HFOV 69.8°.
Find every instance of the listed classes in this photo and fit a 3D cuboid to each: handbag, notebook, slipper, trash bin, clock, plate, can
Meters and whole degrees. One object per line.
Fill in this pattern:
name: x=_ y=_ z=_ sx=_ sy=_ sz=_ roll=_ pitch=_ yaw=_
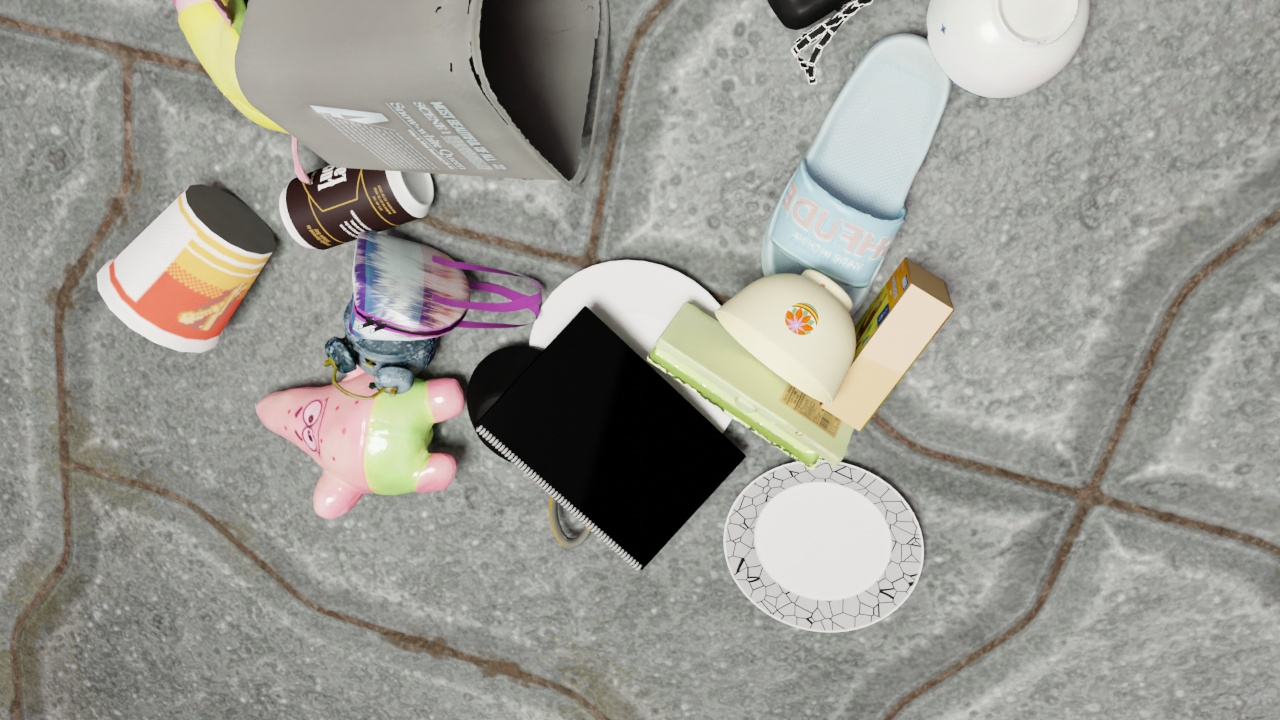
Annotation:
handbag: x=-0.175 y=-0.061 z=0.837 sx=0.169 sy=0.144 sz=0.068 roll=5 pitch=126 yaw=-16
notebook: x=-0.026 y=0.075 z=0.843 sx=0.206 sy=0.016 sz=0.149 roll=43 pitch=89 yaw=-11
handbag: x=0.153 y=-0.279 z=0.660 sx=0.125 sy=0.153 sz=0.115 roll=-26 pitch=98 yaw=16
slipper: x=0.173 y=-0.142 z=0.746 sx=0.104 sy=0.074 sz=0.246 roll=24 pitch=112 yaw=5
trash bin: x=-0.166 y=-0.247 z=0.714 sx=0.220 sy=0.197 sz=0.197 roll=1 pitch=75 yaw=20
clock: x=-0.242 y=-0.017 z=0.868 sx=0.090 sy=0.129 sz=0.052 roll=24 pitch=143 yaw=5
plate: x=-0.005 y=0.005 z=0.874 sx=0.209 sy=0.015 sz=0.209 roll=4 pitch=111 yaw=12
plate: x=0.176 y=0.180 z=0.893 sx=0.189 sy=0.016 sz=0.189 roll=4 pitch=111 yaw=12
can: x=-0.261 y=-0.151 z=0.849 sx=0.129 sy=0.071 sz=0.072 roll=-14 pitch=106 yaw=18

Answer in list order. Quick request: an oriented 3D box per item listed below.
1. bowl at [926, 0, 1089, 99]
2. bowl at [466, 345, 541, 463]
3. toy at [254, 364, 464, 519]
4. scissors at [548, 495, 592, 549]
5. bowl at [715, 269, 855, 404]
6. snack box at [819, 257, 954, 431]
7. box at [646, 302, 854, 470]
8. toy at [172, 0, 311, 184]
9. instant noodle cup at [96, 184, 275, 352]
bowl: x=0.274 y=-0.253 z=0.669 sx=0.113 sy=0.063 sz=0.113 roll=0 pitch=96 yaw=-3
bowl: x=-0.120 y=0.052 z=0.869 sx=0.124 sy=0.052 sz=0.124 roll=5 pitch=107 yaw=16
toy: x=-0.292 y=0.063 z=0.925 sx=0.237 sy=0.096 sz=0.192 roll=7 pitch=88 yaw=20
scissors: x=-0.034 y=0.088 z=0.893 sx=0.225 sy=0.016 sz=0.225 roll=5 pitch=108 yaw=13
bowl: x=0.129 y=-0.030 z=0.737 sx=0.118 sy=0.118 sz=0.074 roll=39 pitch=87 yaw=-3
snack box: x=0.205 y=-0.015 z=0.776 sx=0.040 sy=0.088 sz=0.126 roll=32 pitch=114 yaw=1
box: x=0.093 y=0.031 z=0.819 sx=0.188 sy=0.091 sz=0.083 roll=35 pitch=137 yaw=3
toy: x=-0.336 y=-0.269 z=0.795 sx=0.087 sy=0.190 sz=0.238 roll=-30 pitch=92 yaw=-16
instant noodle cup: x=-0.432 y=-0.094 z=0.891 sx=0.123 sy=0.123 sz=0.121 roll=45 pitch=105 yaw=-5
